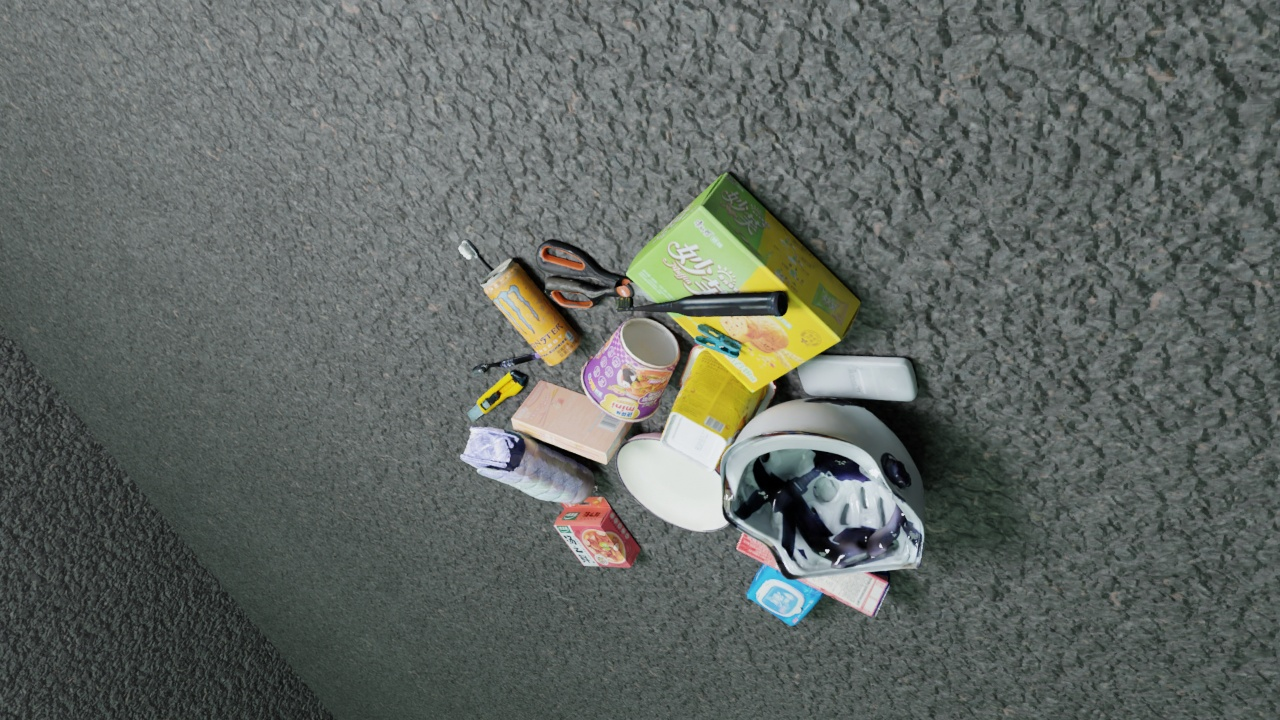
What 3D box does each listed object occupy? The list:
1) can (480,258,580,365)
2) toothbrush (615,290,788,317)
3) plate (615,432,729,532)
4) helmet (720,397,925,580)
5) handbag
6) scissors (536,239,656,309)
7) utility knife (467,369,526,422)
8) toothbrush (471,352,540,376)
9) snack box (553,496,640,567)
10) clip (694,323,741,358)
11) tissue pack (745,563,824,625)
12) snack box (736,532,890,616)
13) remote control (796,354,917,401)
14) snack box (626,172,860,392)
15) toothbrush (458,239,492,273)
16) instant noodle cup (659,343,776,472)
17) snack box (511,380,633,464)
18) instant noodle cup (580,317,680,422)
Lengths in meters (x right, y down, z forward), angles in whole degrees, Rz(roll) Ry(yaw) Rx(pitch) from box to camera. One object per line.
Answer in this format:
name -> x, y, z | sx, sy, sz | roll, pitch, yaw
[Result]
can -> -0.145, -0.063, 1.221 | 0.058, 0.058, 0.146 | -20, 116, 46
toothbrush -> 0.059, -0.060, 0.989 | 0.213, 0.026, 0.027 | 2, 96, 37
plate -> 0.056, 0.170, 1.325 | 0.192, 0.038, 0.193 | 20, 139, 19
helmet -> 0.221, 0.133, 1.080 | 0.230, 0.145, 0.258 | -22, 116, 40
handbag -> -0.171, 0.162, 1.393 | 0.134, 0.075, 0.193 | 6, 163, 35
scissors -> -0.036, -0.101, 1.131 | 0.234, 0.021, 0.162 | -10, 123, 42
utility knife -> -0.230, 0.061, 1.443 | 0.033, 0.015, 0.207 | 45, 141, -8
toothbrush -> -0.191, 0.003, 1.357 | 0.189, 0.016, 0.014 | -12, 122, 41
snack box -> -0.079, 0.289, 1.541 | 0.113, 0.044, 0.127 | -9, 123, 42
clip -> 0.086, -0.020, 1.019 | 0.056, 0.014, 0.040 | 28, 143, 14
tissue pack -> 0.217, 0.342, 1.371 | 0.095, 0.052, 0.157 | 29, 141, 8
snack box -> 0.240, 0.279, 1.272 | 0.207, 0.057, 0.058 | 25, 100, 14
remote control -> 0.246, 0.019, 1.047 | 0.136, 0.020, 0.056 | 2, 130, 35
snack box -> 0.110, -0.079, 1.009 | 0.210, 0.069, 0.158 | 42, 142, -9
toothbrush -> -0.183, -0.092, 1.254 | 0.016, 0.018, 0.181 | -24, 114, 44
instant noodle cup -> 0.089, 0.059, 1.122 | 0.116, 0.123, 0.116 | 28, 141, 9
snack box -> -0.097, 0.087, 1.318 | 0.157, 0.084, 0.026 | 18, 141, 22
instant noodle cup -> -0.007, 0.007, 1.159 | 0.111, 0.111, 0.099 | 35, 135, 2
